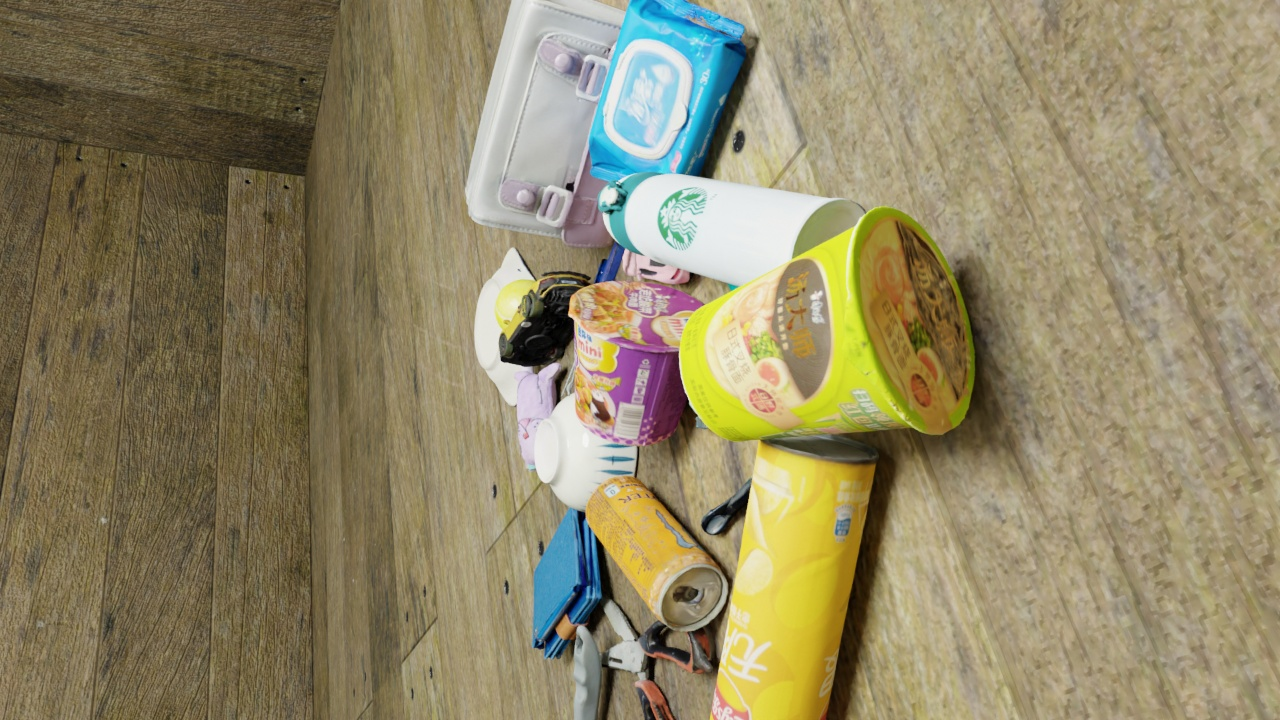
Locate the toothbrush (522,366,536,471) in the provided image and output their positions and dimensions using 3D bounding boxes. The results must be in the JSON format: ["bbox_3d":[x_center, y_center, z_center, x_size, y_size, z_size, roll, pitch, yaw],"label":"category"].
[{"bbox_3d":[-0.126,0.028,1.022,0.029,0.021,0.189,-22,72,54],"label":"toothbrush"}]

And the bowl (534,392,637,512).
[{"bbox_3d":[-0.057,0.082,0.839,0.117,0.066,0.116,-13,75,63],"label":"bowl"}]

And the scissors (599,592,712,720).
[{"bbox_3d":[0.006,0.249,0.746,0.226,0.015,0.189,-116,36,-45],"label":"scissors"}]

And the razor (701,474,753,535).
[{"bbox_3d":[0.078,0.087,0.624,0.042,0.022,0.143,40,142,4],"label":"razor"}]

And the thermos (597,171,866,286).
[{"bbox_3d":[0.049,-0.088,0.612,0.224,0.073,0.073,25,109,54],"label":"thermos"}]

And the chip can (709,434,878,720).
[{"bbox_3d":[0.087,0.150,0.542,0.072,0.072,0.213,25,108,62],"label":"chip can"}]

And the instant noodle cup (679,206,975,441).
[{"bbox_3d":[0.089,-0.006,0.475,0.124,0.111,0.111,-19,69,42],"label":"instant noodle cup"}]

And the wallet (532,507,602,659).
[{"bbox_3d":[-0.072,0.213,0.884,0.133,0.040,0.106,118,153,-42],"label":"wallet"}]

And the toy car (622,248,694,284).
[{"bbox_3d":[0.011,-0.093,0.761,0.122,0.037,0.056,20,103,64],"label":"toy car"}]

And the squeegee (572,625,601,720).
[{"bbox_3d":[-0.054,0.355,0.826,0.248,0.040,0.250,15,102,52],"label":"squeegee"}]

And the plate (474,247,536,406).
[{"bbox_3d":[-0.170,-0.043,1.117,0.163,0.034,0.165,54,134,51],"label":"plate"}]

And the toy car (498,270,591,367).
[{"bbox_3d":[-0.100,-0.039,0.935,0.156,0.071,0.041,-49,46,52],"label":"toy car"}]

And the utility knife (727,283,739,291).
[{"bbox_3d":[0.082,-0.033,0.637,0.029,0.013,0.222,115,146,-41],"label":"utility knife"}]

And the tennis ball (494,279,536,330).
[{"bbox_3d":[-0.126,-0.056,0.995,0.066,0.065,0.065,-15,73,62],"label":"tennis ball"}]

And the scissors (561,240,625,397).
[{"bbox_3d":[-0.042,-0.041,0.812,0.163,0.012,0.172,118,168,-48],"label":"scissors"}]

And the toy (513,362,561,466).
[{"bbox_3d":[-0.107,0.059,0.974,0.084,0.038,0.108,-16,71,50],"label":"toy"}]

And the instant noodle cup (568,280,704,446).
[{"bbox_3d":[-0.004,0.004,0.712,0.111,0.111,0.099,-123,35,-50],"label":"instant noodle cup"}]

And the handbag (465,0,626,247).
[{"bbox_3d":[-0.060,-0.205,0.794,0.098,0.144,0.197,-114,38,-51],"label":"handbag"}]

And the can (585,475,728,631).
[{"bbox_3d":[0.009,0.145,0.709,0.146,0.058,0.058,39,121,58],"label":"can"}]

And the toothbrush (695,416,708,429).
[{"bbox_3d":[0.082,0.038,0.610,0.192,0.018,0.016,168,93,-67],"label":"toothbrush"}]

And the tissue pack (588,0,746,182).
[{"bbox_3d":[0.015,-0.197,0.705,0.095,0.052,0.157,30,121,17],"label":"tissue pack"}]
